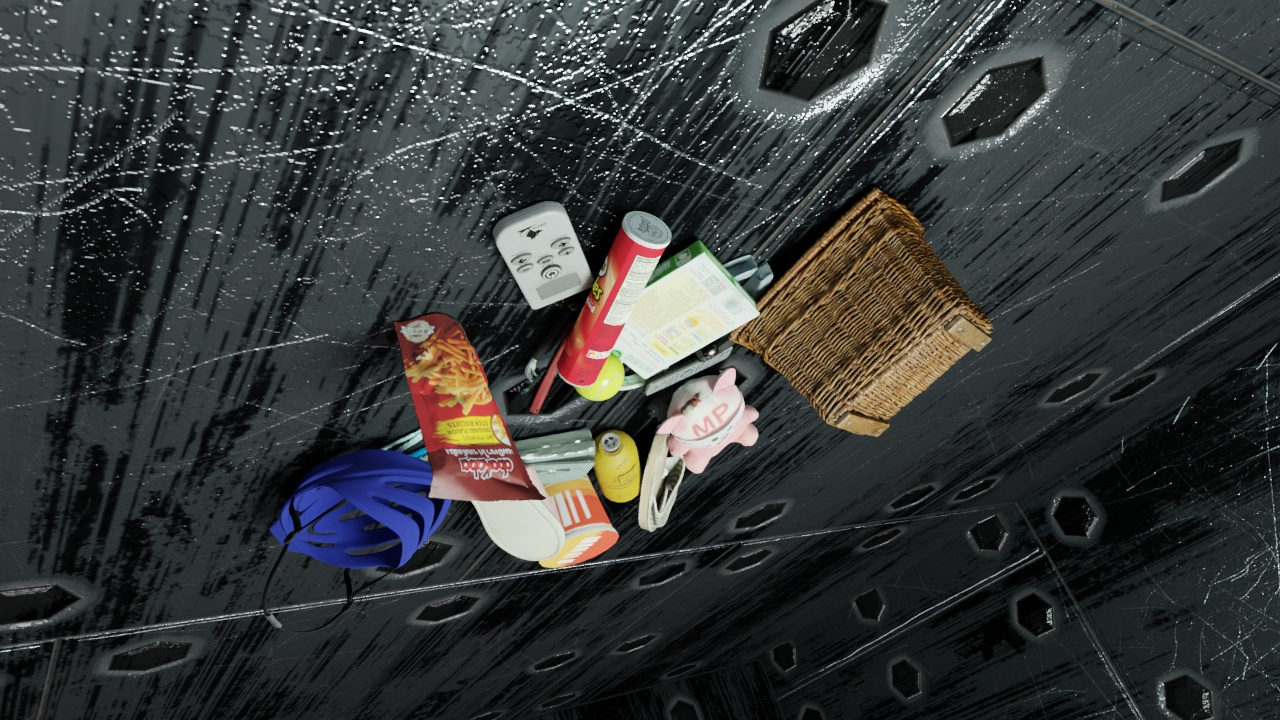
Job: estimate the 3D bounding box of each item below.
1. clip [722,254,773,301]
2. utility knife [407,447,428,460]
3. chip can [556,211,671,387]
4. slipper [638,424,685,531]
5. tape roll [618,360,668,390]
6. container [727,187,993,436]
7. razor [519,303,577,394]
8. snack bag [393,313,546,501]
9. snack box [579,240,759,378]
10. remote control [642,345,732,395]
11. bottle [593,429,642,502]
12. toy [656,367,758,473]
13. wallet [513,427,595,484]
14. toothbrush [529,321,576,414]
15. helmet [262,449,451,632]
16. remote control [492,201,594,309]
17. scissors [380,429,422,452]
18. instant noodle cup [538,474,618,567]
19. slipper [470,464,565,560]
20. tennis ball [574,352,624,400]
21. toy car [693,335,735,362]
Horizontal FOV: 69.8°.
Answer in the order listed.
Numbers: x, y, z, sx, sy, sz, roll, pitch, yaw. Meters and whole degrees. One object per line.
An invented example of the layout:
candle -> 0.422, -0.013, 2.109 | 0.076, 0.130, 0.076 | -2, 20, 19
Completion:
clip -> 0.075, -0.072, 1.101 | 0.114, 0.028, 0.164 | 14, 135, -46
utility knife -> -0.272, 0.117, 1.198 | 0.185, 0.015, 0.031 | -26, 155, 5
chip can -> -0.033, -0.060, 0.983 | 0.051, 0.051, 0.215 | -3, 139, -33
slipper -> 0.034, 0.195, 1.467 | 0.054, 0.114, 0.273 | 19, 150, 13
tape roll -> -0.007, 0.007, 1.189 | 0.093, 0.018, 0.094 | -17, 152, -10
container -> 0.272, -0.040, 1.091 | 0.250, 0.183, 0.162 | -46, 148, 20
razor -> -0.109, -0.018, 1.072 | 0.145, 0.022, 0.042 | -55, 180, 40
snack bag -> -0.185, 0.056, 0.942 | 0.067, 0.207, 0.138 | -37, 149, 25
snack box -> 0.035, -0.054, 1.062 | 0.168, 0.027, 0.132 | -30, 137, 20
remote control -> 0.063, 0.012, 1.227 | 0.136, 0.013, 0.033 | -23, 158, -22
bottle -> -0.036, 0.153, 1.371 | 0.071, 0.071, 0.164 | -19, 152, -5
toy -> 0.097, 0.088, 1.339 | 0.142, 0.084, 0.213 | -29, 154, 4
wallet -> -0.136, 0.143, 1.310 | 0.131, 0.054, 0.101 | -4, 147, -22
toothbrush -> -0.106, 0.014, 1.130 | 0.016, 0.016, 0.190 | -10, 150, -29
helmet -> -0.347, 0.214, 1.099 | 0.242, 0.227, 0.148 | -13, 124, 18
remote control -> -0.096, -0.103, 0.926 | 0.074, 0.019, 0.151 | -22, 153, 0
scissors -> -0.261, 0.090, 1.158 | 0.175, 0.032, 0.092 | -28, 154, 21
instant noodle cup -> -0.112, 0.234, 1.405 | 0.123, 0.121, 0.124 | -17, 152, -10
slipper -> -0.182, 0.181, 1.248 | 0.114, 0.054, 0.274 | -9, 132, 17
tennis ball -> -0.052, 0.017, 1.122 | 0.065, 0.065, 0.065 | -17, 152, -10
toy car -> 0.107, -0.035, 1.170 | 0.092, 0.040, 0.037 | -37, 150, 23
